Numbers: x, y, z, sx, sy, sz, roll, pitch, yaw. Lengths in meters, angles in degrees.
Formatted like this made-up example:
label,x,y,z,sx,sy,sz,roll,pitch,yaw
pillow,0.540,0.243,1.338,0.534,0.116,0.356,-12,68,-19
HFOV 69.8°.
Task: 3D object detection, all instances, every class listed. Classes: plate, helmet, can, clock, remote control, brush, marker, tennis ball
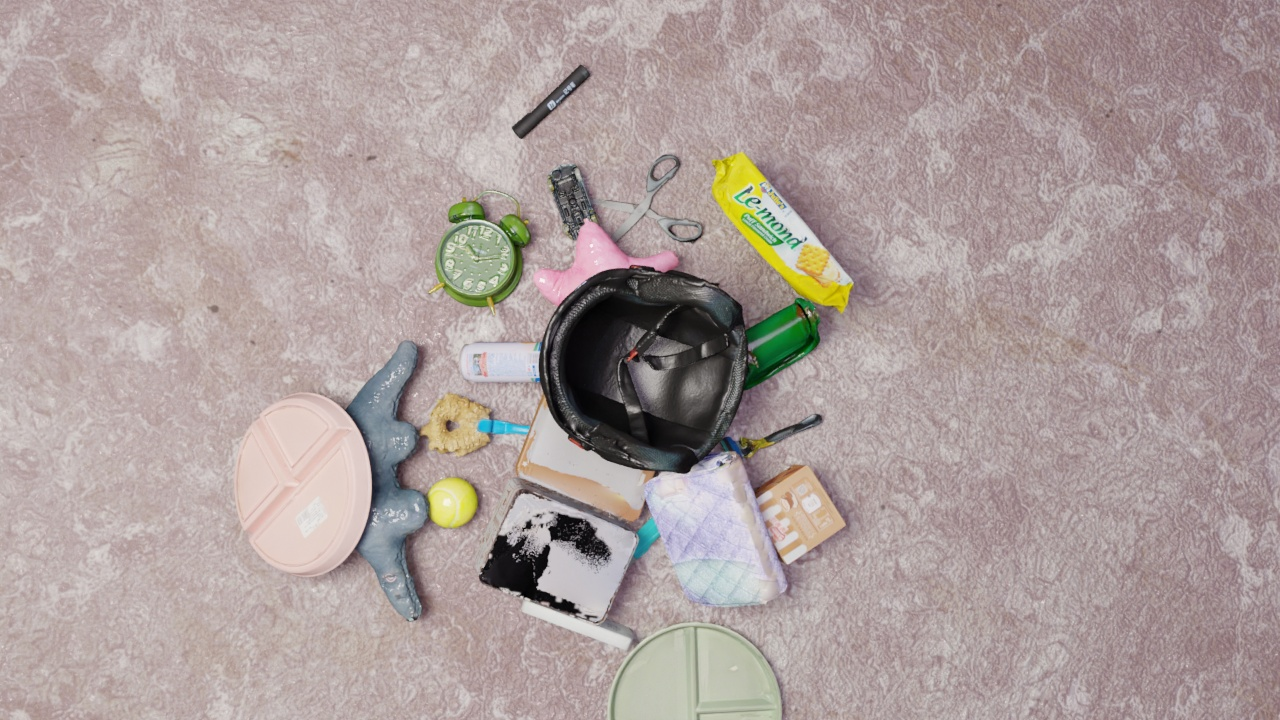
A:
label,x,y,z,sx,sy,sz,roll,pitch,yaw
plate,-0.425,0.154,1.135,0.230,0.028,0.229,-1,87,28
plate,0.070,0.457,1.202,0.230,0.027,0.230,0,85,-3
helmet,-0.006,0.006,1.097,0.274,0.230,0.233,21,85,-24
can,-0.164,0.002,1.190,0.135,0.053,0.053,0,86,13
clock,-0.210,-0.147,1.213,0.116,0.056,0.161,18,85,-3
remote control,-0.082,0.337,1.186,0.150,0.058,0.021,21,87,-1
brush,-0.160,0.093,1.208,0.254,0.046,0.083,6,84,-8
marker,-0.122,-0.353,1.252,0.132,0.020,0.022,-44,60,-4
tennis ball,-0.243,0.183,1.183,0.065,0.065,0.065,0,86,-4

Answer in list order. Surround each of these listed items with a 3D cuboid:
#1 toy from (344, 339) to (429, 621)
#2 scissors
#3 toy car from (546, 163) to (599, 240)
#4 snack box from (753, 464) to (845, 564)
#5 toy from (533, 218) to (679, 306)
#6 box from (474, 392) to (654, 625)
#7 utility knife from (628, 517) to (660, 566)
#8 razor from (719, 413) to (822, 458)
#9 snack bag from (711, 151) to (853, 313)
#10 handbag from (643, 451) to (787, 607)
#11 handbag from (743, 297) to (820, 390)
label,x,y,z,sx,sy,sz,roll,pitch,yaw
toy,-0.336,0.155,1.165,0.138,0.091,0.356,-5,85,-1
scissors,0.004,-0.201,1.254,0.159,0.014,0.177,42,88,3
toy car,-0.090,-0.213,1.235,0.049,0.031,0.105,-20,89,6
snack box,0.197,0.199,1.203,0.094,0.077,0.093,-32,88,-6
toy,-0.040,-0.101,1.206,0.194,0.074,0.178,-15,106,-9
box,-0.083,0.178,1.166,0.178,0.088,0.262,25,85,-15
utility knife,0.046,0.199,1.225,0.193,0.013,0.029,-43,91,-4
razor,0.180,0.102,1.238,0.142,0.022,0.042,-20,43,-8
snack bag,0.182,-0.162,1.193,0.068,0.158,0.246,-41,89,11
handbag,0.096,0.213,1.160,0.134,0.075,0.194,-12,105,37
handbag,0.172,-0.022,1.197,0.131,0.120,0.068,-31,83,-3
